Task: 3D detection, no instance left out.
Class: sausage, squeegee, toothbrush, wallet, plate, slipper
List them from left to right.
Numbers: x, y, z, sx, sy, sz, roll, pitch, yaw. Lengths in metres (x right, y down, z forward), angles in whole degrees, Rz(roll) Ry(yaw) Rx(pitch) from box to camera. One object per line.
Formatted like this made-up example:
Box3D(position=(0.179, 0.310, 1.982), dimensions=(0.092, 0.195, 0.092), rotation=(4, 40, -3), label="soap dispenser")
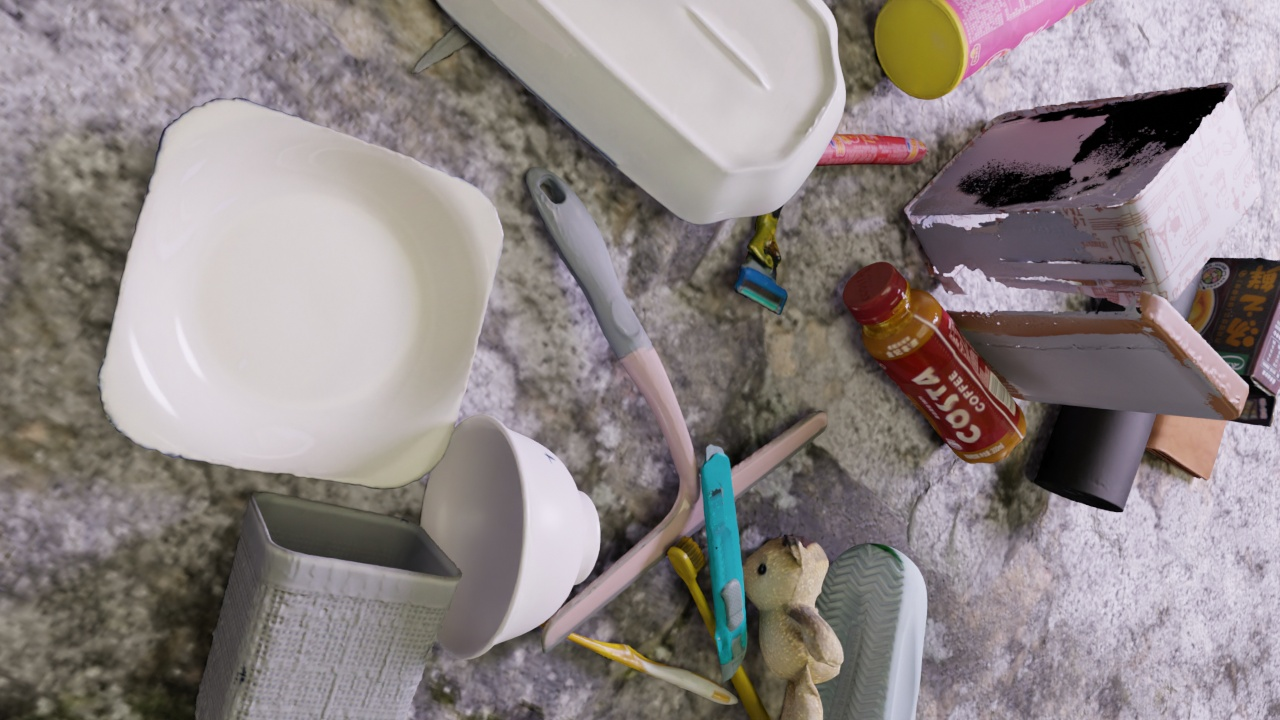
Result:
Box3D(position=(-0.158, -0.026, 0.443), dimensions=(0.163, 0.034, 0.164), rotation=(16, 88, -31), label="plate")
Box3D(position=(-0.005, 0.181, 0.571), dimensions=(0.191, 0.016, 0.018), rotation=(32, 72, -29), label="toothbrush")
Box3D(position=(-0.003, 0.003, 0.530), dimensions=(0.247, 0.040, 0.250), rotation=(-34, 109, -26), label="squeegee")
Box3D(position=(0.011, -0.191, 0.490), dimensions=(0.265, 0.034, 0.162), rotation=(39, 79, -20), label="plate")
Box3D(position=(0.059, 0.187, 0.597), dimensions=(0.016, 0.016, 0.190), rotation=(-42, 121, -31), label="toothbrush")
Box3D(position=(0.141, -0.137, 0.596), dimensions=(0.155, 0.020, 0.020), rotation=(-11, 102, -39), label="sausage")
Box3D(position=(0.154, 0.249, 0.625), dimensions=(0.074, 0.104, 0.245), rotation=(14, 84, -33), label="slipper")
Box3D(position=(0.510, 0.050, 0.848), dimensions=(0.115, 0.020, 0.101), rotation=(25, 84, -33), label="wallet")

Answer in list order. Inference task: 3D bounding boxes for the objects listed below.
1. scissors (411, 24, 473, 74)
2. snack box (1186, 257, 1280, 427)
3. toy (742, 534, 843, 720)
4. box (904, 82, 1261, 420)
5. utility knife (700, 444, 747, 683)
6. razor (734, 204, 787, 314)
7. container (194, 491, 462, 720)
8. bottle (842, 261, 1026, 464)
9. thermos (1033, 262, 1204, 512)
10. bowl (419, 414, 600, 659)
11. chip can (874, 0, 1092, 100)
Box3D(position=(-0.050, -0.209, 0.495), dimensions=(0.159, 0.014, 0.175), rotation=(24, 87, -28), label="scissors")
Box3D(position=(0.473, -0.020, 0.760), dimensions=(0.053, 0.113, 0.125), rotation=(28, 82, -29), label="snack box")
Box3D(position=(0.095, 0.191, 0.590), dimensions=(0.066, 0.105, 0.157), rotation=(1, 79, 4), label="toy")
Box3D(position=(0.309, -0.055, 0.622), dimensions=(0.156, 0.183, 0.193), rotation=(-45, 116, -17), label="box")
Box3D(position=(0.052, 0.124, 0.559), dimensions=(0.029, 0.013, 0.157), rotation=(-21, 110, -41), label="utility knife")
Box3D(position=(0.087, -0.103, 0.580), dimensions=(0.042, 0.022, 0.142), rotation=(22, 79, -40), label="razor")
Box3D(position=(-0.154, 0.136, 0.438), dimensions=(0.090, 0.090, 0.114), rotation=(18, 91, -30), label="container")
Box3D(position=(0.205, 0.002, 0.642), dimensions=(0.175, 0.057, 0.057), rotation=(44, 75, -27), label="bottle")
Box3D(position=(0.393, -0.004, 0.735), dimensions=(0.068, 0.090, 0.242), rotation=(21, 85, 10), label="thermos")
Box3D(position=(-0.060, 0.089, 0.468), dimensions=(0.064, 0.118, 0.118), rotation=(9, 92, -34), label="bowl")
Box3D(position=(0.258, -0.253, 0.630), dimensions=(0.210, 0.071, 0.071), rotation=(-33, 112, -23), label="chip can")
